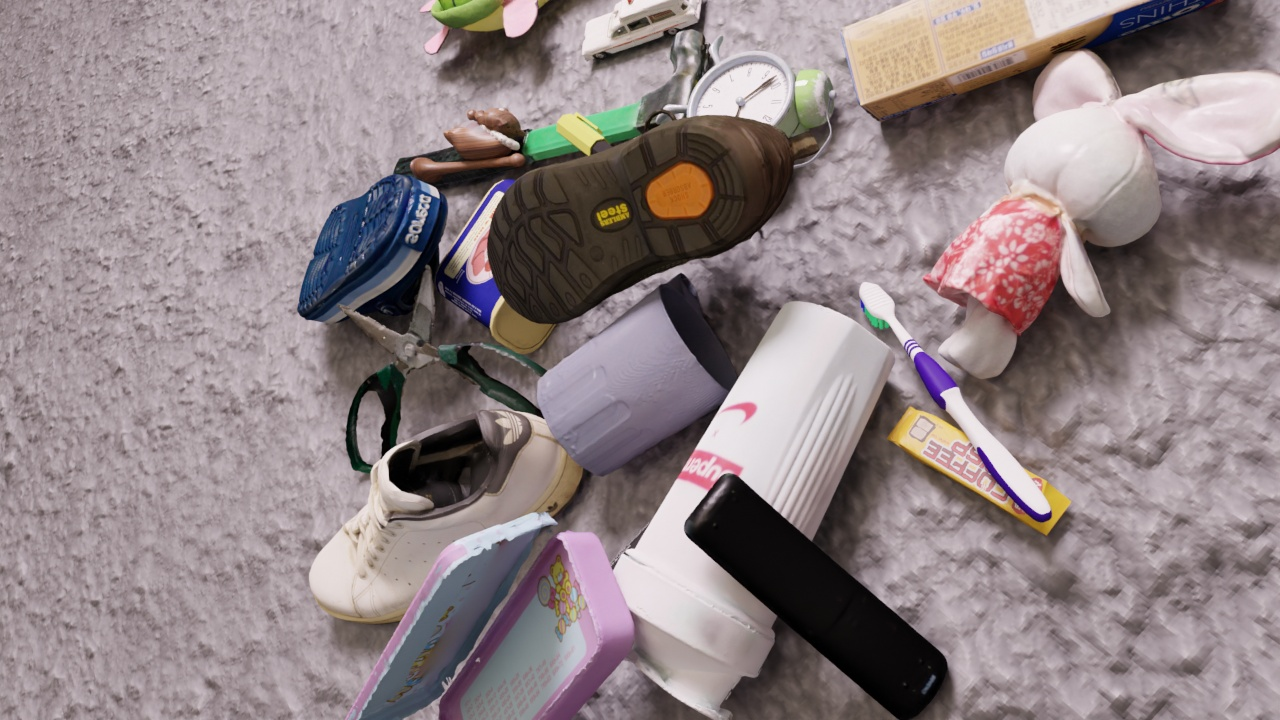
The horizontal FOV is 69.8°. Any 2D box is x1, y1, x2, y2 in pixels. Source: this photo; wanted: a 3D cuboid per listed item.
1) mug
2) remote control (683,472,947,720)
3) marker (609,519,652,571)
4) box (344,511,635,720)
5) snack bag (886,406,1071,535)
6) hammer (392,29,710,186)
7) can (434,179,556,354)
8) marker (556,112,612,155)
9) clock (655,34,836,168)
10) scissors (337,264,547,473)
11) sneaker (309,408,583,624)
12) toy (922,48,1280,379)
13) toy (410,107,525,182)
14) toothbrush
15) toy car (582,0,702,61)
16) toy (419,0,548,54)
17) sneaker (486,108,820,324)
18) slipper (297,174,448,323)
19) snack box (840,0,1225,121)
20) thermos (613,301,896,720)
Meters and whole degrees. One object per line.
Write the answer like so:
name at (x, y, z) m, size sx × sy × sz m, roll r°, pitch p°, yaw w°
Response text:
mug at (-0.004, 0.004, 0.603) m, size 0.104 × 0.084 × 0.123 m, roll -36°, pitch 29°, yaw 17°
remote control at (0.089, 0.117, 0.455) m, size 0.152 × 0.020 × 0.041 m, roll 40°, pitch 76°, yaw -1°
marker at (-0.026, 0.151, 0.577) m, size 0.023 × 0.021 × 0.145 m, roll 44°, pitch 97°, yaw 9°
box at (-0.098, 0.175, 0.510) m, size 0.215 × 0.092 × 0.089 m, roll -57°, pitch 45°, yaw 36°
snack bag at (0.176, 0.056, 0.486) m, size 0.099 × 0.020 × 0.026 m, roll 36°, pitch 91°, yaw 40°
hammer at (-0.091, -0.180, 0.772) m, size 0.319 × 0.032 × 0.130 m, roll -4°, pitch 67°, yaw 33°
can at (-0.096, -0.076, 0.709) m, size 0.092 × 0.056 × 0.116 m, roll 32°, pitch 88°, yaw 41°
marker at (-0.022, -0.152, 0.678) m, size 0.021 × 0.017 × 0.124 m, roll -50°, pitch 51°, yaw 5°
clock at (0.081, -0.169, 0.640) m, size 0.119 × 0.042 × 0.094 m, roll 38°, pitch 91°, yaw 36°
scissors at (-0.147, 0.030, 0.687) m, size 0.202 × 0.015 × 0.202 m, roll 26°, pitch 121°, yaw 10°
sneaker at (-0.157, 0.107, 0.632) m, size 0.242 × 0.102 × 0.088 m, roll -33°, pitch 54°, yaw 18°
toy at (0.223, -0.079, 0.483) m, size 0.194 × 0.084 × 0.159 m, roll -57°, pitch 31°, yaw 2°
toy at (-0.139, -0.179, 0.760) m, size 0.102 × 0.041 × 0.055 m, roll 0°, pitch 90°, yaw 27°
toothbrush at (0.164, 0.016, 0.498) m, size 0.015 × 0.016 × 0.186 m, roll -21°, pitch 46°, yaw -4°
toy car at (-0.003, -0.283, 0.755) m, size 0.113 × 0.039 × 0.039 m, roll -6°, pitch 65°, yaw 32°
toy at (-0.118, -0.361, 0.840) m, size 0.239 × 0.087 × 0.189 m, roll -19°, pitch 41°, yaw 31°
sneaker at (0.008, -0.104, 0.590) m, size 0.239 × 0.142 × 0.101 m, roll -15°, pitch 102°, yaw 45°
slipper at (-0.209, -0.078, 0.751) m, size 0.253 × 0.095 × 0.105 m, roll -8°, pitch 66°, yaw 58°
snack box at (0.230, -0.206, 0.544) m, size 0.207 × 0.057 × 0.056 m, roll -14°, pitch 85°, yaw 28°
thermos at (0.059, 0.078, 0.513) m, size 0.099 × 0.099 × 0.220 m, roll 21°, pitch 77°, yaw 39°
